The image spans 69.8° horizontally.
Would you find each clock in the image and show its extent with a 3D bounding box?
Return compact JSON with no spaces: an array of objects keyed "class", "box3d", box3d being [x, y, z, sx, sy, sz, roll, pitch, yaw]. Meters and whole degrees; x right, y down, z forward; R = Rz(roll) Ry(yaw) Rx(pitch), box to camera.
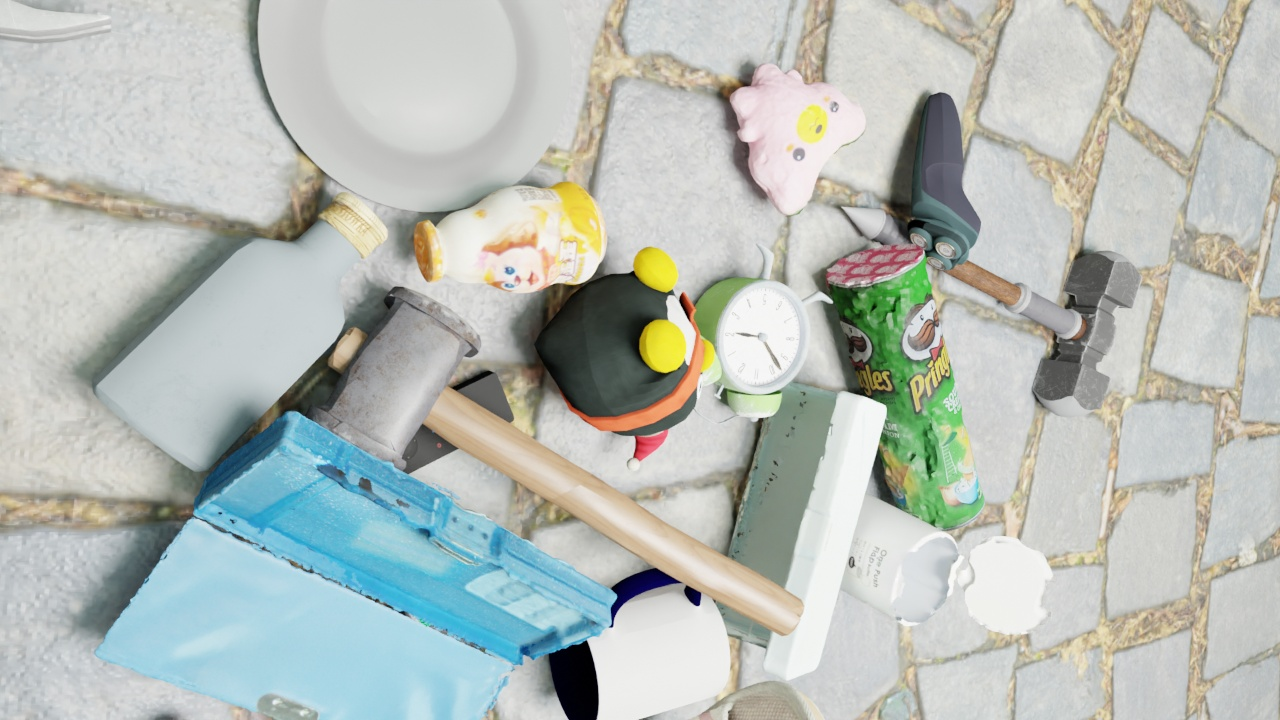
[{"class":"clock","box3d":[0.074,-0.011,0.647,0.094,0.043,0.119,34,80,-27]}]

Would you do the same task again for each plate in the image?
[{"class":"plate","box3d":[-0.124,-0.176,0.526,0.178,0.012,0.178,-6,104,-26]}]

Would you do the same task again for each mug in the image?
[{"class":"mug","box3d":[0.001,0.182,0.605,0.096,0.078,0.112,-5,123,-28]}]

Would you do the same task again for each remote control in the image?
[{"class":"remote control","box3d":[-0.148,0.052,0.550,0.149,0.013,0.034,-27,109,-23]}]

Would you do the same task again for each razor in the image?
[{"class":"razor","box3d":[0.230,-0.140,0.699,0.052,0.047,0.142,6,71,2]}]

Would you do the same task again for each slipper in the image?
[{"class":"slipper","box3d":[0.005,0.298,0.587,0.263,0.115,0.052,-40,114,6]}]

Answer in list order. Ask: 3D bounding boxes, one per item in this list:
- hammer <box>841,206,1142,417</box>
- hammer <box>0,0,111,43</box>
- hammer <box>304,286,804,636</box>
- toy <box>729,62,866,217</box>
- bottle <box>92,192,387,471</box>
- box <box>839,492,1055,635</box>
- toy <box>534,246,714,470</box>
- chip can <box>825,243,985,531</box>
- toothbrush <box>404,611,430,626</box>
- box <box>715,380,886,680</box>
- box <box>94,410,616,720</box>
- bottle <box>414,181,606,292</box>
[{"class":"hammer","box3d":[0.288,-0.065,0.762,0.322,0.043,0.156,20,87,-27]},{"class":"hammer","box3d":[-0.227,-0.285,0.446,0.327,0.039,0.131,-49,117,-15]},{"class":"hammer","box3d":[-0.036,0.080,0.548,0.328,0.052,0.098,34,72,-13]},{"class":"toy","box3d":[0.106,-0.162,0.639,0.093,0.050,0.102,47,71,-20]},{"class":"bottle","box3d":[-0.203,-0.023,0.490,0.161,0.046,0.072,-49,116,-14]},{"class":"box","box3d":[0.209,0.150,0.681,0.118,0.160,0.084,9,99,-37]},{"class":"toy","box3d":[-0.003,0.003,0.579,0.100,0.097,0.119,-17,140,16]},{"class":"chip can","box3d":[0.207,0.026,0.708,0.075,0.075,0.223,-29,110,-23]},{"class":"toothbrush","box3d":[-0.126,0.226,0.586,0.016,0.015,0.187,-17,106,-26]},{"class":"box","box3d":[0.105,0.113,0.659,0.085,0.096,0.199,18,89,-56]},{"class":"box","box3d":[-0.149,0.135,0.521,0.173,0.066,0.231,-44,123,11]},{"class":"bottle","box3d":[-0.077,-0.071,0.543,0.108,0.063,0.063,-12,103,-26]}]
